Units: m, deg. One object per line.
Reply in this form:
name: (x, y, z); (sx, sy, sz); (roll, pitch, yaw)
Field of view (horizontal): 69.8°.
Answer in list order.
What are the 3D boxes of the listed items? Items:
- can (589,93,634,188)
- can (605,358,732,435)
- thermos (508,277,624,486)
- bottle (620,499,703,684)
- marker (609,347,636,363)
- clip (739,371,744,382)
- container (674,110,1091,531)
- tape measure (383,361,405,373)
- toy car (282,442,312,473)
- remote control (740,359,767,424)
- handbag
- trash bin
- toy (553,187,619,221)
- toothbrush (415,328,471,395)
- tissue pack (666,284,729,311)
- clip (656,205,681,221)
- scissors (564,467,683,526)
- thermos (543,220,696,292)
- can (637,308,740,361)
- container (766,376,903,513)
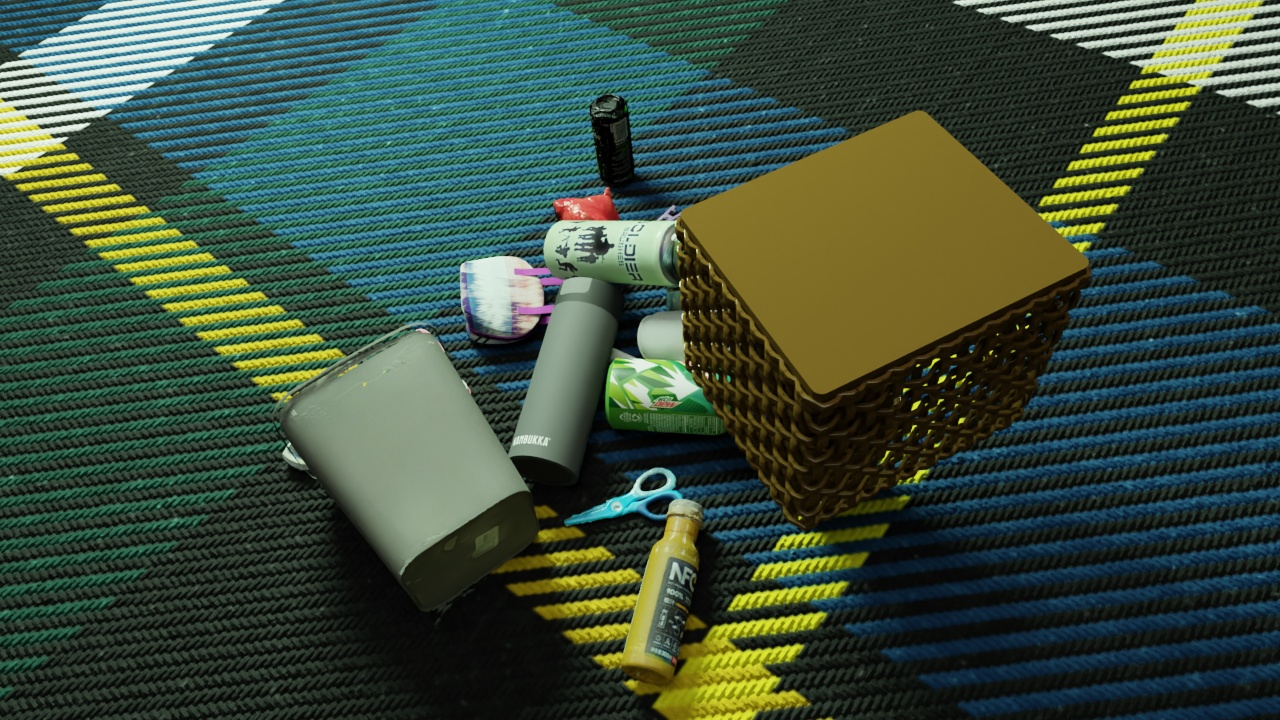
can: (-0.038, -0.304, 1.278); (0.054, 0.138, 0.053); (-3, 54, 3)
can: (0.037, 0.042, 1.058); (0.144, 0.083, 0.082); (3, 55, 8)
thermos: (-0.084, 0.019, 1.071); (0.082, 0.082, 0.239); (8, 62, 11)
bottle: (0.028, 0.232, 0.942); (0.053, 0.053, 0.185); (9, 56, 12)
marker: (-0.007, 0.006, 1.127); (0.146, 0.019, 0.019); (24, 60, 21)
clip: (0.107, 0.003, 1.116); (0.060, 0.024, 0.039); (19, 61, 10)
container: (0.193, -0.035, 0.806); (0.251, 0.214, 0.219); (-24, 56, -11)
tape measure: (-0.290, 0.024, 1.134); (0.065, 0.036, 0.058); (-18, 56, -8)
toy car: (-0.386, 0.085, 1.104); (0.048, 0.033, 0.105); (18, 57, 20)
remote control: (0.145, 0.032, 1.095); (0.032, 0.015, 0.136); (12, 59, 14)
handbag: (-0.143, -0.081, 1.184); (0.170, 0.068, 0.144); (-6, 53, -6)
trash bin: (-0.234, 0.120, 0.973); (0.197, 0.198, 0.220); (-33, 64, -18)
toy: (-0.049, -0.172, 1.225); (0.094, 0.088, 0.133); (-22, 56, -23)
toothbrush: (-0.251, 0.000, 1.159); (0.021, 0.016, 0.135); (-32, 58, -20)
tissue pack: (0.124, -0.102, 1.128); (0.182, 0.070, 0.111); (9, 58, 8)
clip: (0.044, -0.194, 1.269); (0.041, 0.014, 0.052); (16, 55, 14)
scissors: (-0.020, 0.161, 1.023); (0.135, 0.015, 0.066); (-15, 57, -8)
thermos: (-0.006, -0.125, 1.094); (0.232, 0.082, 0.082); (7, 53, 37)
can: (0.053, -0.028, 1.099); (0.128, 0.064, 0.064); (-1, 50, 36)
container: (0.195, 0.081, 0.961); (0.132, 0.167, 0.132); (-3, 54, 4)
